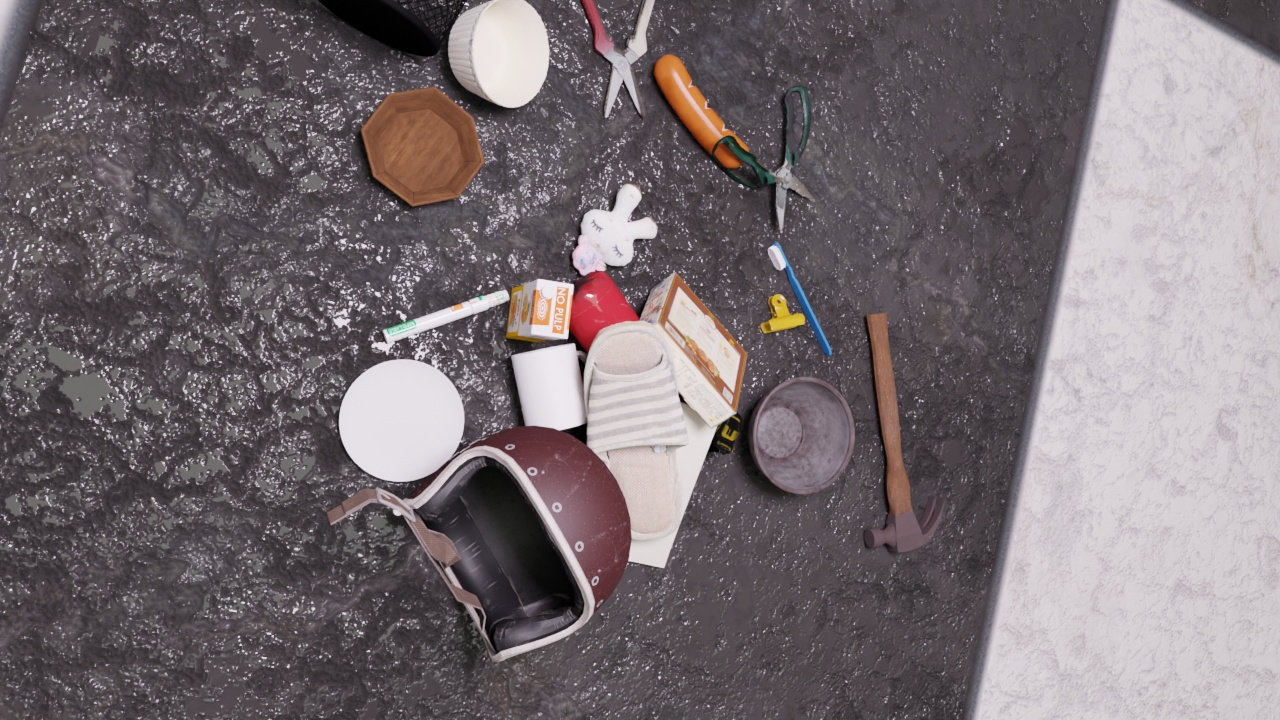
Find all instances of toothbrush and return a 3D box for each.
[{"bbox_3d":[0.209,-0.078,1.199,0.014,0.016,0.166,-32,101,-19],"label":"toothbrush"}]

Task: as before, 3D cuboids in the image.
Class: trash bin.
[{"bbox_3d":[-0.235,-0.448,0.953,0.184,0.184,0.210,25,86,-19],"label":"trash bin"}]

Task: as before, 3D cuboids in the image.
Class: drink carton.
[{"bbox_3d":[-0.112,-0.053,1.018,0.040,0.123,0.058,8,87,-21],"label":"drink carton"}]

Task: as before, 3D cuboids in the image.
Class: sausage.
[{"bbox_3d":[0.073,-0.305,1.136,0.044,0.039,0.164,-44,104,-13],"label":"sausage"}]

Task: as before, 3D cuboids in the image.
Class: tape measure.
[{"bbox_3d":[0.099,0.086,1.131,0.034,0.062,0.061,30,79,-22],"label":"tape measure"}]

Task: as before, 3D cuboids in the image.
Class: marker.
[{"bbox_3d":[-0.217,-0.051,1.034,0.145,0.017,0.017,-21,97,-20],"label":"marker"}]

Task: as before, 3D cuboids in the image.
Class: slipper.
[{"bbox_3d":[-0.003,0.088,1.024,0.114,0.054,0.273,-3,114,5],"label":"slipper"}]

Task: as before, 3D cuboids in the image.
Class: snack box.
[{"bbox_3d":[0.062,-0.015,1.081,0.041,0.146,0.143,-35,107,26],"label":"snack box"}]

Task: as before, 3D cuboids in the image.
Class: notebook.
[{"bbox_3d":[-0.005,0.140,1.084,0.153,0.012,0.209,16,102,-20],"label":"notebook"}]

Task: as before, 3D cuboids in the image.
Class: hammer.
[{"bbox_3d":[0.340,0.097,1.242,0.115,0.033,0.323,-9,92,-19],"label":"hammer"}]

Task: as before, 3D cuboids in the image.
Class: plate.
[{"bbox_3d":[-0.242,-0.235,1.021,0.131,0.025,0.131,0,89,-21],"label":"plate"},{"bbox_3d":[-0.264,0.066,1.018,0.134,0.011,0.134,0,89,-21],"label":"plate"}]

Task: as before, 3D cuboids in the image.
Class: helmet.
[{"bbox_3d":[-0.138,0.180,0.947,0.253,0.234,0.233,-30,94,-14],"label":"helmet"}]

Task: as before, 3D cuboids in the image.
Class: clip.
[{"bbox_3d":[0.180,-0.059,1.188,0.054,0.048,0.046,-13,135,-20],"label":"clip"}]

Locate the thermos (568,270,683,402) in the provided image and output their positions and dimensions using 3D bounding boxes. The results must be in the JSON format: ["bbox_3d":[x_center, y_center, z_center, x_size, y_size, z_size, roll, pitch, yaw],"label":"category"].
[{"bbox_3d":[-0.006,0.006,1.085,0.073,0.073,0.240,-42,109,-17],"label":"thermos"}]

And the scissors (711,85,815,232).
[{"bbox_3d":[0.162,-0.267,1.156,0.204,0.015,0.201,10,81,-42],"label":"scissors"}]

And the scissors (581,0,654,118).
[{"bbox_3d":[-0.022,-0.401,1.114,0.179,0.015,0.198,-45,105,-15],"label":"scissors"}]

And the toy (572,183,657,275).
[{"bbox_3d":[-0.033,-0.150,1.095,0.122,0.038,0.079,-45,111,-13],"label":"toy"}]

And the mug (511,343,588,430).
[{"bbox_3d":[-0.090,0.029,1.060,0.110,0.074,0.090,-15,95,-47],"label":"mug"}]

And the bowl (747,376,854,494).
[{"bbox_3d":[0.192,0.093,1.164,0.144,0.067,0.145,0,89,-21],"label":"bowl"}]

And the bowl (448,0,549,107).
[{"bbox_3d":[-0.163,-0.342,1.016,0.115,0.062,0.115,-25,123,-47],"label":"bowl"}]
